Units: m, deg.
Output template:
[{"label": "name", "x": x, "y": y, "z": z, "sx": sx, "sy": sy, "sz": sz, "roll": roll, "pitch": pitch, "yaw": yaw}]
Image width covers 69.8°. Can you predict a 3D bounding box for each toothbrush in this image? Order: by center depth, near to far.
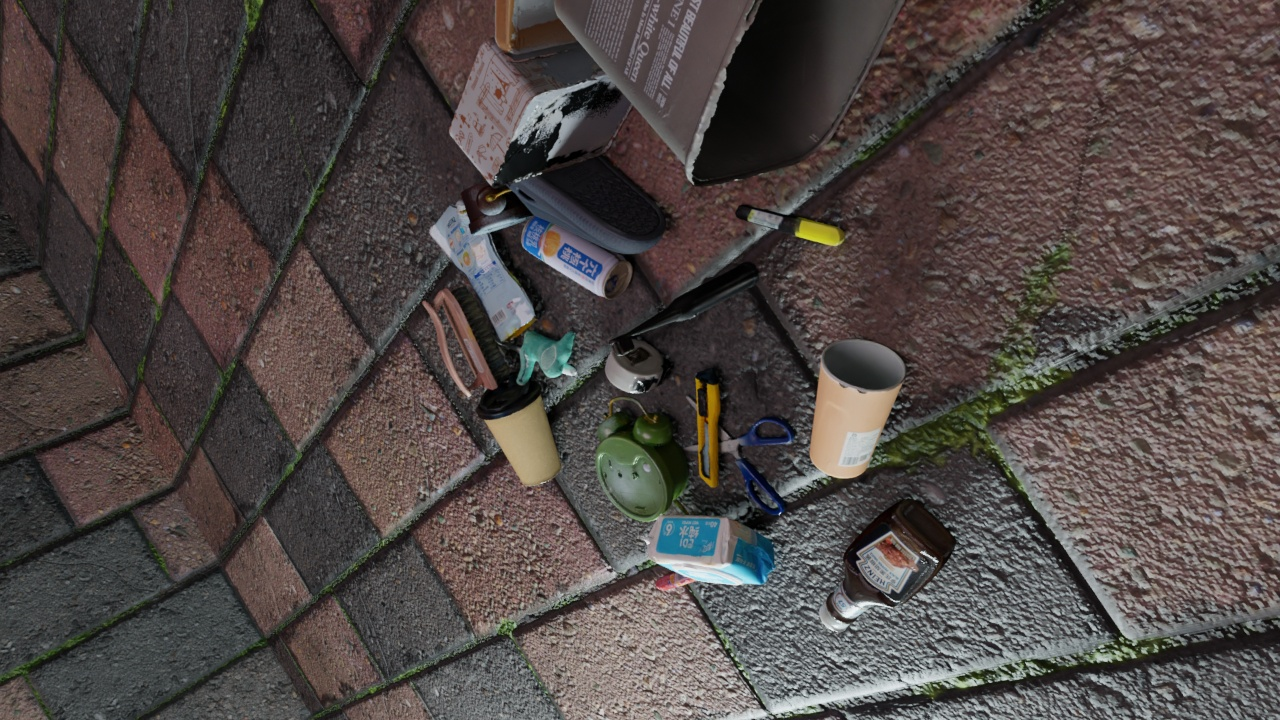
[{"label": "toothbrush", "x": 0.044, "y": -0.050, "z": 0.874, "sx": 0.026, "sy": 0.212, "sz": 0.027, "roll": -16, "pitch": 100, "yaw": 47}, {"label": "toothbrush", "x": -0.153, "y": -0.008, "z": 1.235, "sx": 0.180, "sy": 0.016, "sz": 0.016, "roll": 20, "pitch": 128, "yaw": 36}]

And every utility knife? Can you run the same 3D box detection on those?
[{"label": "utility knife", "x": 0.077, "y": 0.078, "z": 1.045, "sx": 0.033, "sy": 0.015, "sz": 0.155, "roll": 21, "pitch": 125, "yaw": 43}]

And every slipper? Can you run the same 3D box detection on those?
[{"label": "slipper", "x": -0.092, "y": -0.188, "z": 1.012, "sx": 0.268, "sy": 0.110, "sz": 0.084, "roll": 40, "pitch": 137, "yaw": 17}]

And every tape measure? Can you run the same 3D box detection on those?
[{"label": "tape measure", "x": -0.006, "y": 0.006, "z": 1.063, "sx": 0.066, "sy": 0.065, "sz": 0.034, "roll": 39, "pitch": 133, "yaw": 22}]

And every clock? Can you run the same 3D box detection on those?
[{"label": "clock", "x": -0.167, "y": -0.189, "z": 1.098, "sx": 0.122, "sy": 0.081, "sz": 0.055, "roll": -9, "pitch": 101, "yaw": 60}, {"label": "clock", "x": -0.001, "y": 0.119, "z": 1.128, "sx": 0.116, "sy": 0.056, "sz": 0.161, "roll": -1, "pitch": 111, "yaw": 44}]

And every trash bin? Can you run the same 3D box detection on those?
[{"label": "trash bin", "x": 0.060, "y": -0.292, "z": 0.752, "sx": 0.220, "sy": 0.198, "sz": 0.200, "roll": 47, "pitch": 137, "yaw": 23}]

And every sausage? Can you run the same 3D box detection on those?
[{"label": "sausage", "x": 0.064, "y": 0.274, "z": 1.176, "sx": 0.156, "sy": 0.020, "sz": 0.020, "roll": -36, "pitch": 85, "yaw": 48}]

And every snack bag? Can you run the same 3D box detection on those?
[{"label": "snack bag", "x": -0.207, "y": -0.119, "z": 1.210, "sx": 0.191, "sy": 0.038, "sz": 0.111, "roll": 59, "pitch": 148, "yaw": 2}]

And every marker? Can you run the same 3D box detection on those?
[{"label": "marker", "x": 0.142, "y": -0.132, "z": 0.884, "sx": 0.124, "sy": 0.015, "sz": 0.018, "roll": 23, "pitch": 125, "yaw": 38}]

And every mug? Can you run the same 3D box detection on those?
[{"label": "mug", "x": 0.203, "y": 0.051, "z": 0.883, "sx": 0.078, "sy": 0.078, "sz": 0.123, "roll": 30, "pitch": 134, "yaw": 30}]

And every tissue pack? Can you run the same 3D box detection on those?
[{"label": "tissue pack", "x": 0.081, "y": 0.224, "z": 1.075, "sx": 0.140, "sy": 0.063, "sz": 0.090, "roll": -8, "pitch": 149, "yaw": 45}]

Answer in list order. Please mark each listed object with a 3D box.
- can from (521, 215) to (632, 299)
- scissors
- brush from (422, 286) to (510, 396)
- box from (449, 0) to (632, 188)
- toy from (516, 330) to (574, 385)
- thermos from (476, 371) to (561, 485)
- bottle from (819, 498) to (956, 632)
[{"label": "can", "x": -0.074, "y": -0.123, "z": 1.068, "sx": 0.134, "sy": 0.053, "sz": 0.053, "roll": 33, "pitch": 131, "yaw": 27}, {"label": "scissors", "x": 0.114, "y": 0.101, "z": 1.040, "sx": 0.176, "sy": 0.012, "sz": 0.163, "roll": 56, "pitch": 139, "yaw": 7}, {"label": "brush", "x": -0.234, "y": -0.028, "z": 1.223, "sx": 0.063, "sy": 0.073, "sz": 0.146, "roll": 14, "pitch": 130, "yaw": 63}, {"label": "box", "x": -0.074, "y": -0.305, "z": 0.876, "sx": 0.106, "sy": 0.177, "sz": 0.273, "roll": 41, "pitch": 135, "yaw": 21}, {"label": "toy", "x": -0.128, "y": -0.005, "z": 1.194, "sx": 0.092, "sy": 0.030, "sz": 0.096, "roll": 27, "pitch": 99, "yaw": 41}, {"label": "thermos", "x": -0.160, "y": 0.095, "z": 1.253, "sx": 0.093, "sy": 0.092, "sz": 0.143, "roll": 1, "pitch": 121, "yaw": 44}, {"label": "bottle", "x": 0.246, "y": 0.223, "z": 0.956, "sx": 0.080, "sy": 0.043, "sz": 0.195, "roll": 45, "pitch": 137, "yaw": 18}]
